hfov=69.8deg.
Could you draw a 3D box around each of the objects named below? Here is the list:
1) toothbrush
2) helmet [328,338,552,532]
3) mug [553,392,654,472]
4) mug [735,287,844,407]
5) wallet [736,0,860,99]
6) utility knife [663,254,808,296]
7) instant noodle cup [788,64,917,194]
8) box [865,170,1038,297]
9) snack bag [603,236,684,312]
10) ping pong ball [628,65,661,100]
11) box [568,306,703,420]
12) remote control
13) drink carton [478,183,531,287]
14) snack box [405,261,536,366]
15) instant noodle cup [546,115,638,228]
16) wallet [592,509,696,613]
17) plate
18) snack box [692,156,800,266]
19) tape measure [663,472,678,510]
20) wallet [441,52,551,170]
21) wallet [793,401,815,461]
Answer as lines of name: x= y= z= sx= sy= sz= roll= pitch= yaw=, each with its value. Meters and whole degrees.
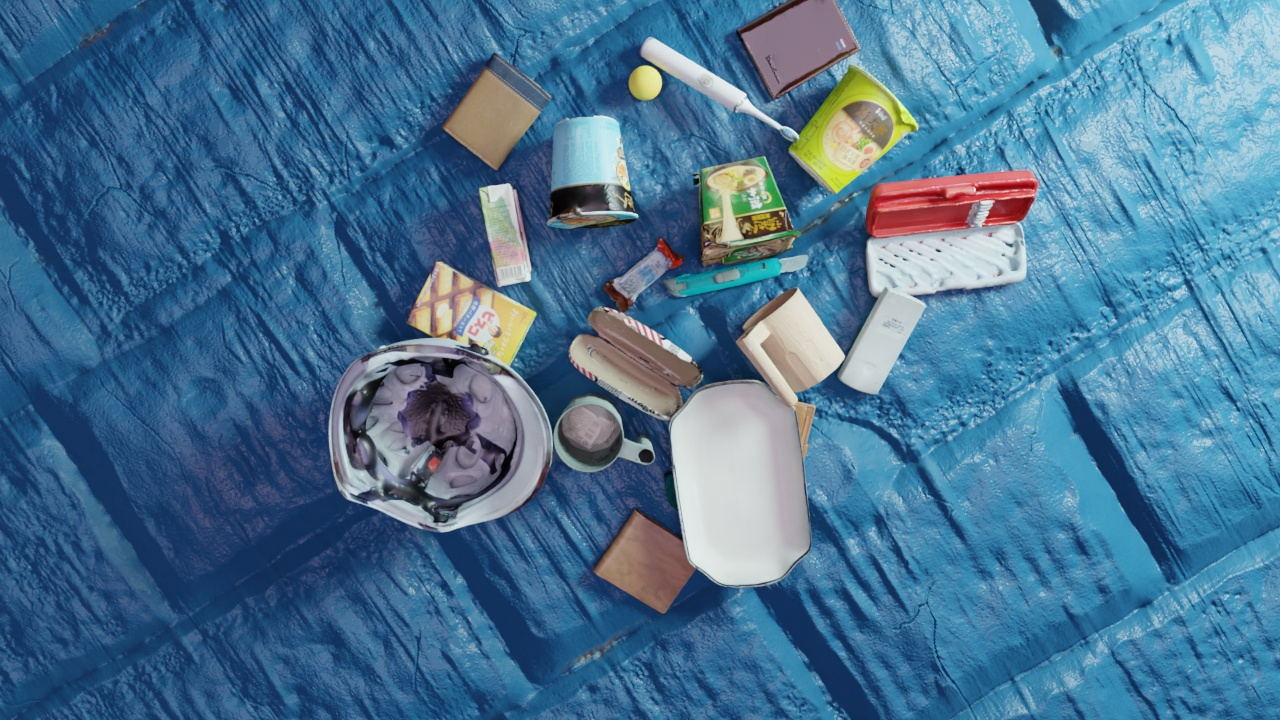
toothbrush: x=0.096 y=-0.322 z=1.099 sx=0.221 sy=0.026 sz=0.027 roll=34 pitch=107 yaw=10
helmet: x=-0.235 y=0.079 z=1.111 sx=0.258 sy=0.146 sz=0.229 roll=7 pitch=102 yaw=-7
mug: x=-0.043 y=0.092 z=1.134 sx=0.124 sy=0.103 sz=0.084 roll=19 pitch=96 yaw=-4
mug: x=0.179 y=-0.014 z=1.118 sx=0.103 sy=0.124 sz=0.084 roll=52 pitch=137 yaw=-7
wallet: x=0.193 y=-0.391 z=1.121 sx=0.122 sy=0.020 sz=0.096 roll=-29 pitch=96 yaw=5
utility knife: x=0.121 y=-0.109 z=1.156 sx=0.185 sy=0.013 sz=0.029 roll=-12 pitch=97 yaw=1
instant noodle cup: x=0.247 y=-0.268 z=1.097 sx=0.111 sy=0.111 sz=0.123 roll=42 pitch=103 yaw=-5
box: x=0.379 y=-0.158 z=1.131 sx=0.201 sy=0.069 sz=0.158 roll=-6 pitch=120 yaw=-1
snack bag: x=0.004 y=-0.108 z=1.149 sx=0.105 sy=0.026 sz=0.045 roll=-40 pitch=104 yaw=5
ping pong ball: x=0.006 y=-0.337 z=1.115 sx=0.040 sy=0.040 sz=0.040 roll=0 pitch=97 yaw=0
box: x=-0.007 y=0.007 z=1.137 sx=0.162 sy=0.076 sz=0.086 roll=31 pitch=64 yaw=-7
remote control: x=0.300 y=-0.023 z=1.150 sx=0.056 sy=0.019 sz=0.135 roll=21 pitch=109 yaw=-9
drink carton: x=-0.165 y=-0.154 z=1.129 sx=0.045 sy=0.053 sz=0.122 roll=-10 pitch=97 yaw=-3
snack box: x=-0.212 y=-0.054 z=1.152 sx=0.140 sy=0.033 sz=0.087 roll=28 pitch=96 yaw=-5
instant noodle cup: x=-0.061 y=-0.226 z=1.101 sx=0.111 sy=0.111 sz=0.120 roll=-4 pitch=91 yaw=0
wallet: x=0.012 y=0.264 z=1.198 sx=0.115 sy=0.020 sz=0.101 roll=33 pitch=97 yaw=-7
plate: x=0.124 y=0.153 z=1.148 sx=0.162 sy=0.034 sz=0.266 roll=-8 pitch=98 yaw=5
snack box: x=0.122 y=-0.181 z=1.104 sx=0.117 sy=0.118 sz=0.105 roll=-11 pitch=86 yaw=1
tape measure: x=0.060 y=0.168 z=1.183 sx=0.058 sy=0.025 sz=0.054 roll=-4 pitch=96 yaw=1
wallet: x=-0.176 y=-0.304 z=1.123 sx=0.090 sy=0.033 sz=0.115 roll=37 pitch=96 yaw=-2
wallet: x=0.165 y=0.111 z=1.171 sx=0.119 sy=0.035 sz=0.131 roll=12 pitch=100 yaw=-4
